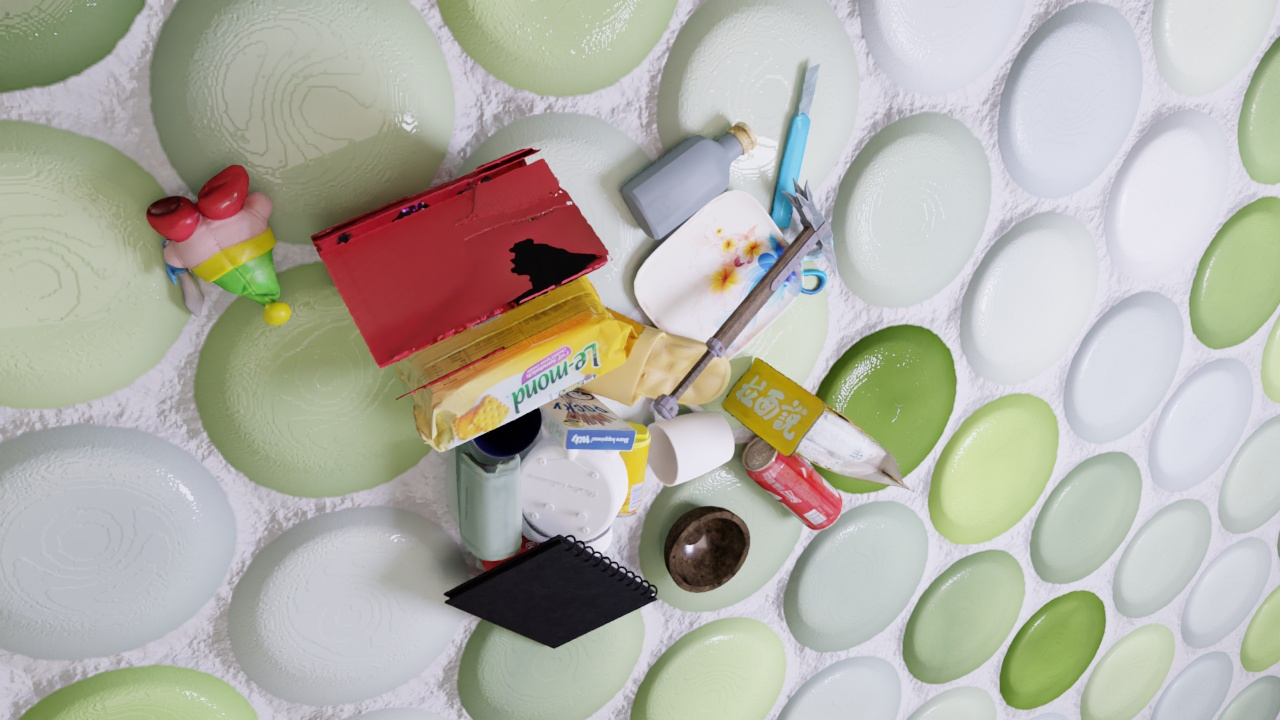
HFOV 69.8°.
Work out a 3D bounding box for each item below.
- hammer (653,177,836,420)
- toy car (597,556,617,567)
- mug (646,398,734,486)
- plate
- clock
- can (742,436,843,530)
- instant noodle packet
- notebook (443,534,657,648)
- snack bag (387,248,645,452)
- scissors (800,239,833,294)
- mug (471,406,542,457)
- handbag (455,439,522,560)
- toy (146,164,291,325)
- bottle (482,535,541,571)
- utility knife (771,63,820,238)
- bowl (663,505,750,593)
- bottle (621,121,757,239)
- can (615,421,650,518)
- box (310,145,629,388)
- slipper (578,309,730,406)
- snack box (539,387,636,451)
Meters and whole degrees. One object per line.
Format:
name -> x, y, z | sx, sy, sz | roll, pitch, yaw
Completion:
hammer -> 0.123, -0.051, 1.079 | 0.316, 0.028, 0.147 | -49, 128, -14
toy car -> -0.082, 0.270, 1.162 | 0.112, 0.048, 0.041 | -8, 117, -25
mug -> 0.057, 0.090, 1.148 | 0.087, 0.081, 0.114 | -15, 85, -27
plate -> 0.095, -0.096, 1.110 | 0.187, 0.016, 0.187 | -42, 122, 1
clock -> -0.082, 0.150, 1.064 | 0.125, 0.072, 0.161 | 14, 111, 10
can -> 0.209, 0.167, 1.251 | 0.067, 0.067, 0.170 | -49, 123, -1
instant noodle packet -> 0.239, 0.095, 1.181 | 0.221, 0.163, 0.084 | 28, 95, -32
notebook -> -0.097, 0.282, 1.103 | 0.169, 0.019, 0.231 | -29, 141, 14
snack bag -> -0.137, -0.023, 0.945 | 0.247, 0.159, 0.068 | -27, 140, -14
scissors -> 0.183, -0.107, 1.160 | 0.140, 0.014, 0.090 | -19, 124, -18
mug -> -0.175, 0.053, 0.997 | 0.111, 0.097, 0.079 | -8, 114, -23
handbag -> -0.172, 0.147, 1.034 | 0.067, 0.106, 0.122 | -6, 113, -21
toy -> -0.382, -0.094, 0.844 | 0.124, 0.096, 0.131 | -29, 140, -6
bottle -> -0.135, 0.229, 1.126 | 0.119, 0.036, 0.036 | -30, 120, -13
utility knife -> 0.186, -0.248, 1.100 | 0.031, 0.015, 0.209 | 0, 114, -28
bowl -> 0.081, 0.243, 1.226 | 0.121, 0.056, 0.121 | -10, 114, -23
bottle -> 0.060, -0.211, 1.035 | 0.161, 0.046, 0.072 | -38, 122, -8
can -> -0.026, 0.131, 1.120 | 0.067, 0.067, 0.105 | -3, 112, -25
box -> -0.171, -0.108, 0.809 | 0.210, 0.316, 0.124 | -26, 116, -16
slipper -> -0.006, 0.006, 1.067 | 0.263, 0.078, 0.100 | 13, 114, -26
snack box -> -0.074, 0.062, 1.019 | 0.081, 0.150, 0.026 | 5, 105, -29
